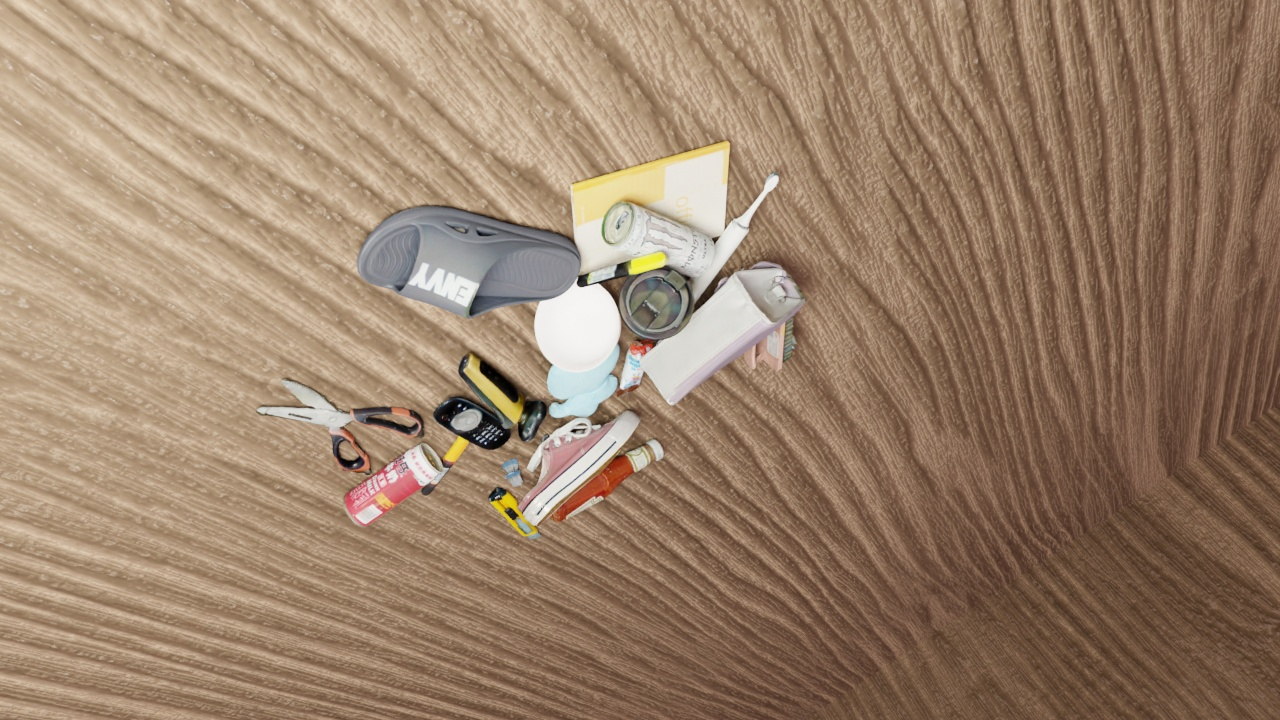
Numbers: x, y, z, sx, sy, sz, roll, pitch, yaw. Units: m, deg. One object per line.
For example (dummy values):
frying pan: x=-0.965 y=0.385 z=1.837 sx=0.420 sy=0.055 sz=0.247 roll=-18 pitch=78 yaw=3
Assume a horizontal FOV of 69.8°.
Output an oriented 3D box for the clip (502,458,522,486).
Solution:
clip: x=-0.190 y=0.172 z=1.374 sx=0.027 sy=0.044 sz=0.058 roll=-24 pitch=145 yaw=-10

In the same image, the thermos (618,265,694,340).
thermos: x=0.016 y=-0.067 z=1.161 sx=0.093 sy=0.093 sz=0.143 roll=-27 pitch=177 yaw=-5

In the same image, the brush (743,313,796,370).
brush: x=0.186 y=-0.051 z=1.341 sx=0.073 sy=0.063 sz=0.146 roll=-28 pitch=141 yaw=-21

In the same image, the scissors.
scissors: x=-0.373 y=0.083 z=1.164 sx=0.188 sy=0.015 sz=0.225 roll=-16 pitch=139 yaw=-18

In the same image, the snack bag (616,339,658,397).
snack bag: x=-0.008 y=0.008 z=1.308 sx=0.045 sy=0.026 sz=0.106 roll=-23 pitch=144 yaw=-39

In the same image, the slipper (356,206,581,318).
slipper: x=-0.179 y=-0.103 z=1.039 sx=0.267 sy=0.083 sz=0.111 roll=2 pitch=128 yaw=-33

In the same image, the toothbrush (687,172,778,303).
toothbrush: x=0.115 y=-0.156 z=1.198 sx=0.026 sy=0.026 sz=0.222 roll=23 pitch=126 yaw=-20

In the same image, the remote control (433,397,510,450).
remote control: x=-0.229 y=0.083 z=1.249 sx=0.053 sy=0.024 sz=0.136 roll=-39 pitch=139 yaw=9

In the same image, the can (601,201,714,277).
can: x=0.023 y=-0.147 z=1.123 sx=0.146 sy=0.058 sz=0.058 roll=15 pitch=122 yaw=-42

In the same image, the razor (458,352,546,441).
razor: x=-0.183 y=0.045 z=1.218 sx=0.068 sy=0.062 sz=0.167 roll=-19 pitch=138 yaw=20

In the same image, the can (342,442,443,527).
can: x=-0.336 y=0.169 z=1.248 sx=0.133 sy=0.053 sz=0.053 roll=-35 pitch=141 yaw=5

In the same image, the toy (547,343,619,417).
toy: x=-0.080 y=0.024 z=1.263 sx=0.162 sy=0.049 sz=0.156 roll=-40 pitch=150 yaw=18

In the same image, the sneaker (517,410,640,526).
sneaker: x=-0.097 y=0.135 z=1.323 sx=0.240 sy=0.088 sz=0.119 roll=-40 pitch=171 yaw=-34

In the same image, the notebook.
notebook: x=0.014 y=-0.184 z=1.133 sx=0.206 sy=0.010 sz=0.146 roll=-18 pitch=140 yaw=-15

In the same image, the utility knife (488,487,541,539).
utility knife: x=-0.194 y=0.247 z=1.450 sx=0.033 sy=0.015 sz=0.177 roll=-28 pitch=141 yaw=0

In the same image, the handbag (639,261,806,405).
handbag: x=0.111 y=-0.042 z=1.239 sx=0.198 sy=0.098 sz=0.144 roll=-40 pitch=168 yaw=34

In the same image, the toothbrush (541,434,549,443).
toothbrush: x=-0.141 y=0.175 z=1.411 sx=0.015 sy=0.018 sz=0.181 roll=-19 pitch=137 yaw=-19

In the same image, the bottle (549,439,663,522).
bottle: x=-0.057 y=0.181 z=1.429 sx=0.205 sy=0.060 sz=0.060 roll=-26 pitch=141 yaw=-21

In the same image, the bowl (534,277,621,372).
bowl: x=-0.068 y=-0.044 z=1.168 sx=0.118 sy=0.118 sz=0.064 roll=-45 pitch=165 yaw=17

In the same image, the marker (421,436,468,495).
marker: x=-0.278 y=0.150 z=1.298 sx=0.018 sy=0.015 sz=0.124 roll=14 pitch=125 yaw=-39

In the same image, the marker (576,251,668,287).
marker: x=-0.024 y=-0.108 z=1.106 sx=0.124 sy=0.018 sz=0.015 roll=-13 pitch=168 yaw=25
